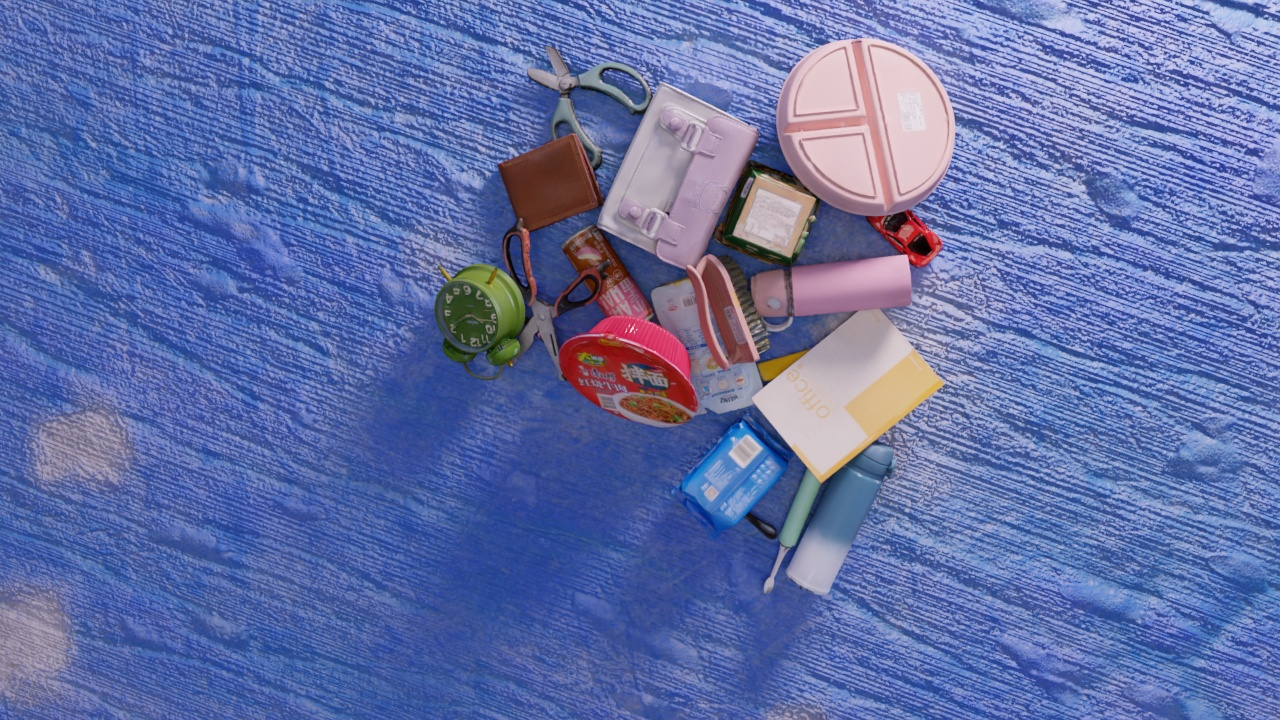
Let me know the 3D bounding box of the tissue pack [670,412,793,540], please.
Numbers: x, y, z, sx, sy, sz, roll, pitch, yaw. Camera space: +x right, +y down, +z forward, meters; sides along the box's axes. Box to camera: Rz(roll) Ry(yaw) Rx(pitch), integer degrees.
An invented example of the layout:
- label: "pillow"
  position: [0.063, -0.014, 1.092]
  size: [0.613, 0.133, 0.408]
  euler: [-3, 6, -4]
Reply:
- label: "tissue pack"
  position: [0.122, 0.155, 1.228]
  size: [0.095, 0.052, 0.157]
  euler: [44, 82, -2]

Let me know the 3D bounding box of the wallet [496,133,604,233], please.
- label: "wallet"
  position: [-0.119, -0.231, 1.204]
  size: [0.125, 0.032, 0.101]
  euler: [-17, 98, 20]

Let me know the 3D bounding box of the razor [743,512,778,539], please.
- label: "razor"
  position: [0.131, 0.200, 1.264]
  size: [0.142, 0.022, 0.042]
  euler: [37, 80, -1]

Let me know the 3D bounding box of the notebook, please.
- label: "notebook"
  position: [0.268, 0.040, 1.195]
  size: [0.206, 0.010, 0.146]
  euler: [-39, 80, 2]

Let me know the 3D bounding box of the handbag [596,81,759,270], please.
- label: "handbag"
  position: [0.047, -0.230, 1.165]
  size: [0.145, 0.098, 0.197]
  euler: [24, 102, -4]

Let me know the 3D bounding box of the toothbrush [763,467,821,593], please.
- label: "toothbrush"
  position: [0.212, 0.221, 1.257]
  size: [0.026, 0.027, 0.225]
  euler: [22, 101, 9]

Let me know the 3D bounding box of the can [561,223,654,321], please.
- label: "can"
  position: [-0.043, -0.106, 1.210]
  size: [0.058, 0.058, 0.147]
  euler: [-33, 95, 10]

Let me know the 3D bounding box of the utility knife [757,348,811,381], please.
- label: "utility knife"
  position: [0.227, -0.004, 1.222]
  size: [0.154, 0.015, 0.033]
  euler: [-15, 80, 9]

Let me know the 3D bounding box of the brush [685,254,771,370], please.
- label: "brush"
  position: [0.107, -0.064, 1.163]
  size: [0.073, 0.063, 0.145]
  euler: [-24, 98, -20]

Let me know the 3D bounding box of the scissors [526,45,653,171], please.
- label: "scissors"
  position: [-0.078, -0.322, 1.197]
  size: [0.173, 0.019, 0.179]
  euler: [18, 102, 1]

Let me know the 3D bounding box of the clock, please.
- label: "clock"
  position: [-0.215, -0.050, 1.223]
  size: [0.116, 0.056, 0.161]
  euler: [5, 113, 24]

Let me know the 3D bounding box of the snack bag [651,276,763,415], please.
- label: "snack bag"
  position: [0.090, -0.020, 1.223]
  size: [0.110, 0.039, 0.191]
  euler: [-18, 99, 2]

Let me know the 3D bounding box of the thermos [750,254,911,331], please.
- label: "thermos"
  position: [0.244, -0.084, 1.181]
  size: [0.199, 0.067, 0.087]
  euler: [-7, 120, 11]

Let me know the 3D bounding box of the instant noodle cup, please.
- label: "instant noodle cup"
  position: [-0.007, 0.007, 1.187]
  size: [0.194, 0.194, 0.065]
  euler: [24, 59, 1]

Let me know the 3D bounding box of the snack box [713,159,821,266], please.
- label: "snack box"
  position: [0.163, -0.183, 1.152]
  size: [0.117, 0.105, 0.118]
  euler: [22, 100, 2]

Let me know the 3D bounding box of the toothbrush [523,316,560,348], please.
- label: "toothbrush"
  position: [-0.133, -0.031, 1.254]
  size: [0.189, 0.017, 0.014]
  euler: [43, 110, -4]

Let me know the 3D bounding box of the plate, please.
- label: "plate"
  position: [0.279, -0.290, 1.118]
  size: [0.229, 0.028, 0.229]
  euler: [1, 80, -8]

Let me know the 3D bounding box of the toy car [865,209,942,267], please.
- label: "toy car"
  position: [0.337, -0.167, 1.176]
  size: [0.106, 0.031, 0.049]
  euler: [44, 100, -1]

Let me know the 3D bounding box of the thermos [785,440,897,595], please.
- label: "thermos"
  position: [0.269, 0.206, 1.229]
  size: [0.070, 0.070, 0.221]
  euler: [24, 101, 1]

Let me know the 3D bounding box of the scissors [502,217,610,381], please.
- label: "scissors"
  position: [-0.129, -0.078, 1.213]
  size: [0.189, 0.015, 0.223]
  euler: [44, 119, 2]
